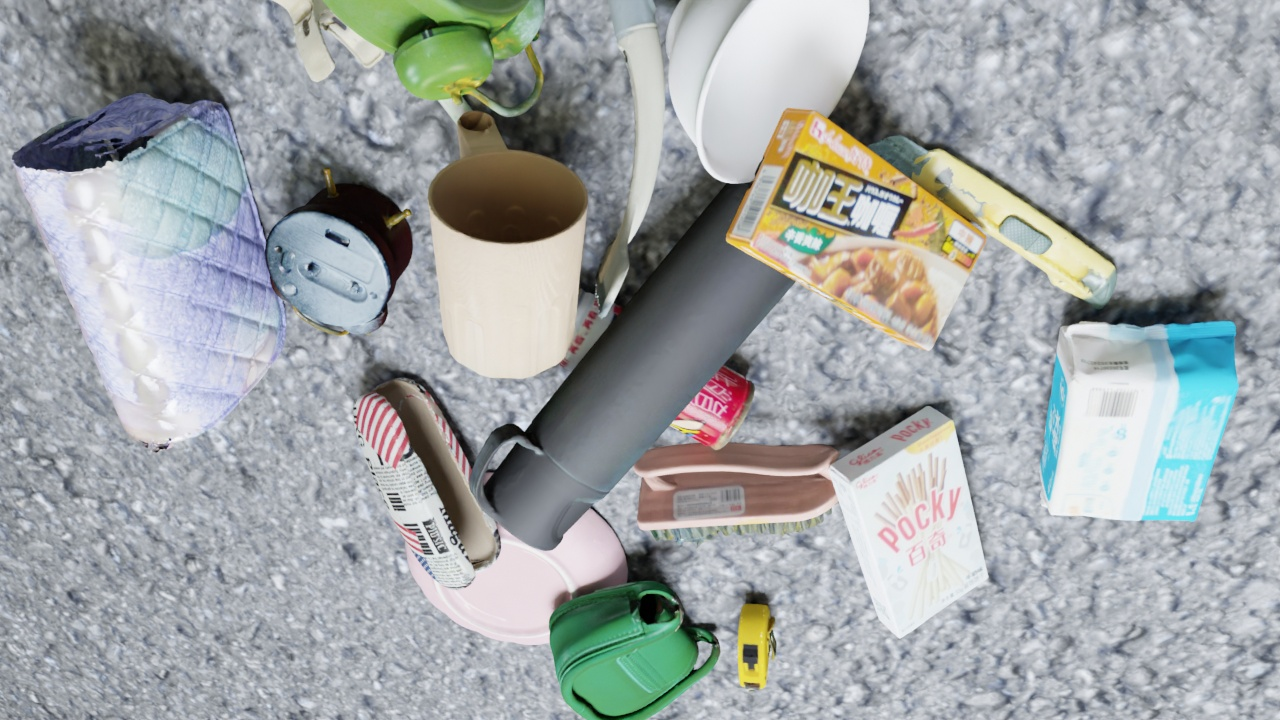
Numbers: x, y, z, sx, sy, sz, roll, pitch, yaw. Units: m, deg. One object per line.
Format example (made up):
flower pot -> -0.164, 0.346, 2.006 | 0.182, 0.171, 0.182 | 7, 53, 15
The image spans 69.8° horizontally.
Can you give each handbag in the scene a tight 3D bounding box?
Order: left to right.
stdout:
handbag -> -0.296, -0.058, 0.573 | 0.075, 0.133, 0.194 | 4, 125, 8
handbag -> -0.005, 0.235, 0.740 | 0.120, 0.068, 0.131 | -25, 135, 9

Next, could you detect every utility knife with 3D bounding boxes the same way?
utility knife -> 0.208, -0.083, 0.531 | 0.178, 0.019, 0.031 | 32, 119, -6

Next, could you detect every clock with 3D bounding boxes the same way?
clock -> -0.198, -0.061, 0.600 | 0.082, 0.055, 0.122 | 26, 127, -9
clock -> -0.102, -0.193, 0.451 | 0.056, 0.115, 0.161 | -22, 115, 37

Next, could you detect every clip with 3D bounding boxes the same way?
clip -> -0.186, -0.204, 0.507 | 0.034, 0.060, 0.097 | -28, 104, 26

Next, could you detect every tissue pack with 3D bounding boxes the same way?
tissue pack -> 0.300, 0.038, 0.564 | 0.090, 0.063, 0.140 | 1, 124, 13

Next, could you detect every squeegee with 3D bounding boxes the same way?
squeegee -> -0.008, -0.156, 0.458 | 0.039, 0.246, 0.246 | -2, 98, -3

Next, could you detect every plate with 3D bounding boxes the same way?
plate -> -0.108, 0.176, 0.760 | 0.192, 0.038, 0.193 | 5, 126, 7

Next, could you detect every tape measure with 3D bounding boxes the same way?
tape measure -> 0.096, 0.227, 0.744 | 0.029, 0.059, 0.057 | 0, 119, 13

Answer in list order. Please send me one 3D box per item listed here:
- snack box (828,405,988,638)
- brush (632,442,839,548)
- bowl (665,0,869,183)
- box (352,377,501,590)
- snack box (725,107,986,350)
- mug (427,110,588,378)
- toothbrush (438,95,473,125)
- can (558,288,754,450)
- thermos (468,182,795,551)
snack box -> 0.190, 0.116, 0.641 | 0.084, 0.027, 0.157 | -30, 121, -11
brush -> 0.070, 0.088, 0.646 | 0.146, 0.063, 0.073 | -5, 134, 14
bowl -> 0.052, -0.157, 0.466 | 0.065, 0.118, 0.119 | 42, 132, 28
box -> -0.169, 0.098, 0.676 | 0.075, 0.077, 0.163 | -17, 103, 28
snack box -> 0.120, -0.066, 0.496 | 0.153, 0.026, 0.075 | 24, 93, -33
mug -> -0.082, -0.066, 0.531 | 0.084, 0.124, 0.104 | -12, 139, -19
toothbrush -> -0.148, -0.205, 0.510 | 0.029, 0.020, 0.189 | -20, 120, 30
can -> 0.006, 0.006, 0.607 | 0.132, 0.053, 0.053 | 29, 125, -10
thermos -> -0.003, 0.003, 0.533 | 0.243, 0.068, 0.090 | -50, 143, 8
